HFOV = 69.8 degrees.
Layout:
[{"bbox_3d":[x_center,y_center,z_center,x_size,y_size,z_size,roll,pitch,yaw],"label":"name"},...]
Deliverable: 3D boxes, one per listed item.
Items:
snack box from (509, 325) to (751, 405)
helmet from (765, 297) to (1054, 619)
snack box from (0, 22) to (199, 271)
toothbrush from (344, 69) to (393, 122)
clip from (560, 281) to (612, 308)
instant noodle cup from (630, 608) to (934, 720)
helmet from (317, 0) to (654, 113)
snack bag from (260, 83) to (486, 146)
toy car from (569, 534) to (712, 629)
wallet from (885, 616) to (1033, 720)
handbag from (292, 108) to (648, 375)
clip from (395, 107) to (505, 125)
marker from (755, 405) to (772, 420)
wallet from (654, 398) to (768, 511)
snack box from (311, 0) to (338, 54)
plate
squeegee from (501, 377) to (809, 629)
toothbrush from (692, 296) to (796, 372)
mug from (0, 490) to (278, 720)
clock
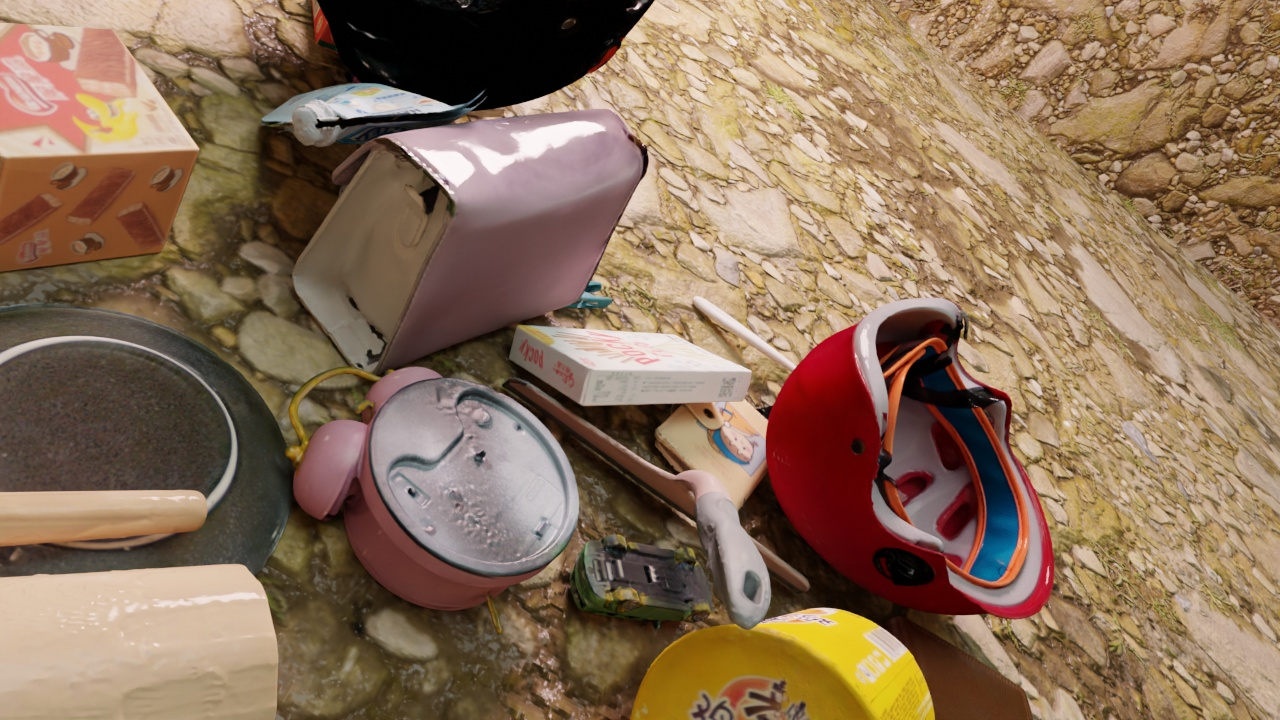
[{"bbox_3d":[-0.004,0.004,0.640,0.156,0.027,0.085,2,18,-44],"label":"snack box"},{"bbox_3d":[0.185,0.083,0.673,0.240,0.144,0.206,57,43,-11],"label":"helmet"},{"bbox_3d":[-0.297,-0.108,0.462,0.093,0.077,0.094,51,36,13],"label":"snack box"},{"bbox_3d":[-0.172,-0.154,0.695,0.189,0.014,0.017,49,44,11],"label":"toothbrush"},{"bbox_3d":[-0.046,-0.051,0.704,0.056,0.014,0.043,0,52,-47],"label":"clip"},{"bbox_3d":[0.079,0.190,0.461,0.109,0.138,0.138,1,50,-58],"label":"instant noodle cup"},{"bbox_3d":[-0.112,-0.303,0.670,0.273,0.231,0.233,-24,83,-37],"label":"helmet"},{"bbox_3d":[-0.171,-0.152,0.567,0.110,0.039,0.191,-7,18,-26],"label":"snack bag"},{"bbox_3d":[0.002,0.130,0.530,0.091,0.036,0.043,16,41,-32],"label":"toy car"},{"bbox_3d":[0.223,0.243,0.631,0.124,0.032,0.101,34,32,-13],"label":"wallet"},{"bbox_3d":[-0.097,-0.086,0.568,0.098,0.145,0.196,51,38,9],"label":"handbag"},{"bbox_3d":[-0.154,-0.201,0.746,0.092,0.035,0.102,43,39,4],"label":"clip"},{"bbox_3d":[0.140,0.043,0.776,0.131,0.020,0.022,-6,36,-47],"label":"marker"},{"bbox_3d":[0.058,0.059,0.678,0.087,0.024,0.114,49,36,2],"label":"wallet"},{"bbox_3d":[-0.198,-0.270,0.783,0.155,0.027,0.077,13,44,-36],"label":"snack box"},{"bbox_3d":[-0.240,0.038,0.405,0.179,0.024,0.179,26,37,-22],"label":"plate"},{"bbox_3d":[0.035,0.084,0.491,0.247,0.040,0.249,37,0,-9],"label":"squeegee"},{"bbox_3d":[0.115,0.000,0.784,0.180,0.016,0.016,38,32,14],"label":"toothbrush"},{"bbox_3d":[-0.200,0.099,0.327,0.103,0.084,0.124,6,45,-44],"label":"mug"},{"bbox_3d":[-0.110,0.060,0.478,0.158,0.060,0.117,41,35,-4],"label":"clock"}]
